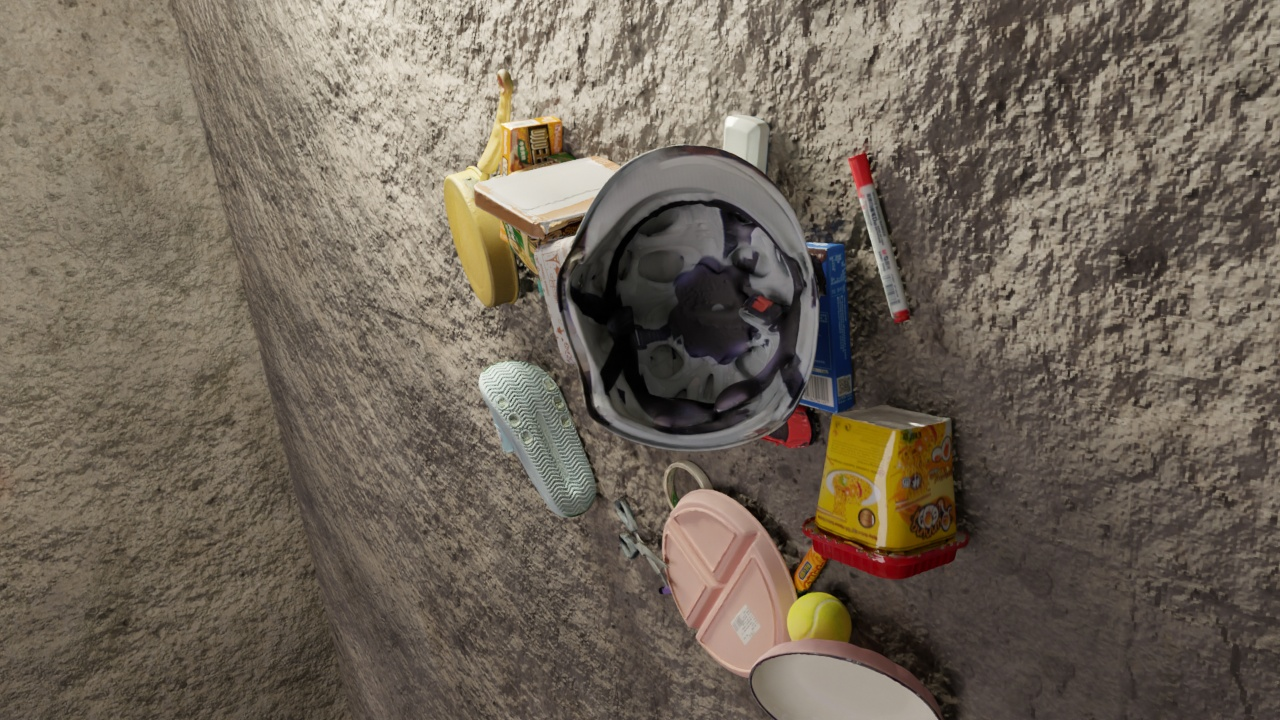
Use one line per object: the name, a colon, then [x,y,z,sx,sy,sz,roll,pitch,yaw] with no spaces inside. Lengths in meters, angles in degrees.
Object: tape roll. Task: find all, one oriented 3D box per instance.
tape roll: [0.060,0.163,1.110,0.086,0.013,0.086,30,129,45]

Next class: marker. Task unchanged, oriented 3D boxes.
marker: [0.202,-0.103,0.774,0.017,0.017,0.145,-11,97,56]

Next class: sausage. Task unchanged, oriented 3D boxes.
sausage: [0.182,0.207,0.953,0.021,0.021,0.166,49,141,29]

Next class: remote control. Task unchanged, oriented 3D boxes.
remote control: [0.097,-0.171,0.883,0.049,0.024,0.125,31,130,45]

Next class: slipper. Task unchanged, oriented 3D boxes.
slipper: [-0.145,0.111,1.303,0.245,0.103,0.074,62,148,2]

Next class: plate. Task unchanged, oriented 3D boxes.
plate: [0.204,0.331,0.908,0.192,0.038,0.193,16,137,15]
plate: [0.096,0.262,1.062,0.230,0.028,0.230,30,128,47]

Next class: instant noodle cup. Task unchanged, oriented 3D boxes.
instant noodle cup: [0.212,0.108,0.790,0.116,0.116,0.124,13,105,52]

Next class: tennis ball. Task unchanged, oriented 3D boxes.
tennis ball: [0.184,0.271,0.942,0.065,0.065,0.065,30,129,45]

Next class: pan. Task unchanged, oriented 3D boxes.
pan: [-0.202,-0.224,1.223,0.197,0.078,0.358,57,157,32]

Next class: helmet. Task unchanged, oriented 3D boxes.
helmet: [0.054,-0.054,0.821,0.229,0.145,0.258,-6,95,15]

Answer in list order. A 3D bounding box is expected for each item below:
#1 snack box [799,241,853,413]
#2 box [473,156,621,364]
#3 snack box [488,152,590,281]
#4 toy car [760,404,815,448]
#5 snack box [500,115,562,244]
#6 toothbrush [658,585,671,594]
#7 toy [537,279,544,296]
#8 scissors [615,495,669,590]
snack box: [0.157,-0.034,0.863,0.085,0.026,0.157,15,118,51]
box: [-0.037,-0.123,0.958,0.269,0.179,0.136,57,144,17]
snack box: [-0.110,-0.166,1.111,0.117,0.118,0.106,48,150,30]
toy car: [0.135,0.061,0.940,0.106,0.031,0.049,12,116,50]
snack box: [-0.136,-0.223,1.141,0.026,0.075,0.154,38,135,40]
toothbrush: [0.066,0.286,1.162,0.189,0.016,0.014,-32,69,57]
toy: [-0.140,-0.137,1.231,0.092,0.030,0.097,40,139,42]
scissors: [0.002,0.245,1.199,0.165,0.014,0.164,110,142,-56]
